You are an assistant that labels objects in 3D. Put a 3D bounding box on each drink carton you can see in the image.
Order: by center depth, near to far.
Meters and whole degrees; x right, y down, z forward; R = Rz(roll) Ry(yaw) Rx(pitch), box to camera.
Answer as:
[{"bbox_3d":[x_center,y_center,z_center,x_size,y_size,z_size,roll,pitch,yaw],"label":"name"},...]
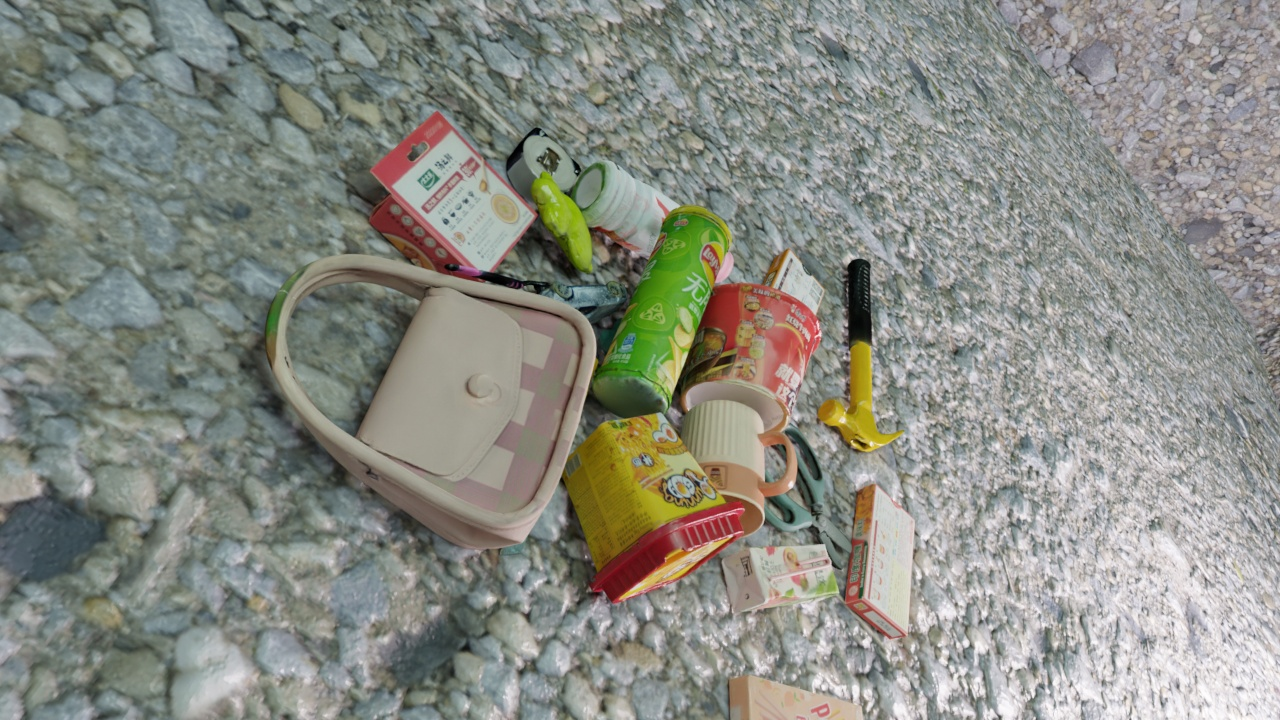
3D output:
[{"bbox_3d":[0.137,0.206,0.878,0.122,0.046,0.053,8,60,-43],"label":"drink carton"}]

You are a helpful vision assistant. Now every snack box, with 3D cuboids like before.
[{"bbox_3d":[-0.166,-0.131,0.787,0.127,0.044,0.113,46,42,-16],"label":"snack box"},{"bbox_3d":[0.143,0.338,0.816,0.157,0.026,0.084,26,50,-32],"label":"snack box"},{"bbox_3d":[0.267,0.220,1.015,0.077,0.027,0.155,41,43,-20],"label":"snack box"},{"bbox_3d":[0.176,-0.065,1.102,0.075,0.026,0.153,45,42,-15],"label":"snack box"}]

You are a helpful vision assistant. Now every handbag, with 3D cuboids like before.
[{"bbox_3d":[-0.157,0.013,0.671,0.234,0.094,0.192,29,55,-19],"label":"handbag"}]

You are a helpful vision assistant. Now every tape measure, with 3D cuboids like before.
[{"bbox_3d":[-0.096,-0.186,0.900,0.065,0.034,0.065,39,43,-19],"label":"tape measure"}]

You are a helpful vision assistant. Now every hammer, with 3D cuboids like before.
[{"bbox_3d":[0.281,-0.014,1.171,0.128,0.033,0.299,33,46,-27],"label":"hammer"}]

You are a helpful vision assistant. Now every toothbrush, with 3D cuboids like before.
[{"bbox_3d":[-0.112,-0.064,0.770,0.189,0.014,0.017,5,71,-71],"label":"toothbrush"}]

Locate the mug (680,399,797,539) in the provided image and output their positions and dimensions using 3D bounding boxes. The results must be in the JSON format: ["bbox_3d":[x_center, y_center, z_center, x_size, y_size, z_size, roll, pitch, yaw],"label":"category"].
[{"bbox_3d":[0.087,0.097,0.846,0.082,0.115,0.105,52,33,-40],"label":"mug"}]

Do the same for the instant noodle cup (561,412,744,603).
[{"bbox_3d":[0.003,0.117,0.758,0.116,0.116,0.123,-6,59,-46],"label":"instant noodle cup"}]

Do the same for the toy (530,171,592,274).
[{"bbox_3d":[-0.071,-0.130,0.864,0.100,0.031,0.096,19,51,-77],"label":"toy"}]

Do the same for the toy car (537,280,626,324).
[{"bbox_3d":[-0.060,-0.046,0.832,0.120,0.054,0.036,-12,72,-49],"label":"toy car"}]

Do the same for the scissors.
[{"bbox_3d":[0.175,0.137,0.982,0.177,0.019,0.170,39,43,-19],"label":"scissors"}]

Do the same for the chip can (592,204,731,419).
[{"bbox_3d":[0.023,-0.045,0.850,0.072,0.073,0.220,38,53,-22],"label":"chip can"}]

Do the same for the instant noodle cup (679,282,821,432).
[{"bbox_3d":[0.105,0.007,0.909,0.138,0.138,0.108,34,54,-26],"label":"instant noodle cup"}]

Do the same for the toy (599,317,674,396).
[{"bbox_3d":[-0.005,0.005,0.874,0.092,0.030,0.096,52,43,-1],"label":"toy"}]

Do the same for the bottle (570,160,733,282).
[{"bbox_3d":[0.020,-0.137,0.962,0.196,0.068,0.068,25,50,-37],"label":"bottle"}]

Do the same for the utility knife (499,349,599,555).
[{"bbox_3d":[-0.075,0.067,0.764,0.033,0.015,0.215,39,53,-28],"label":"utility knife"}]

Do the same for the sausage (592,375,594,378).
[{"bbox_3d":[-0.105,-0.012,0.790,0.165,0.022,0.021,22,52,-35],"label":"sausage"}]
